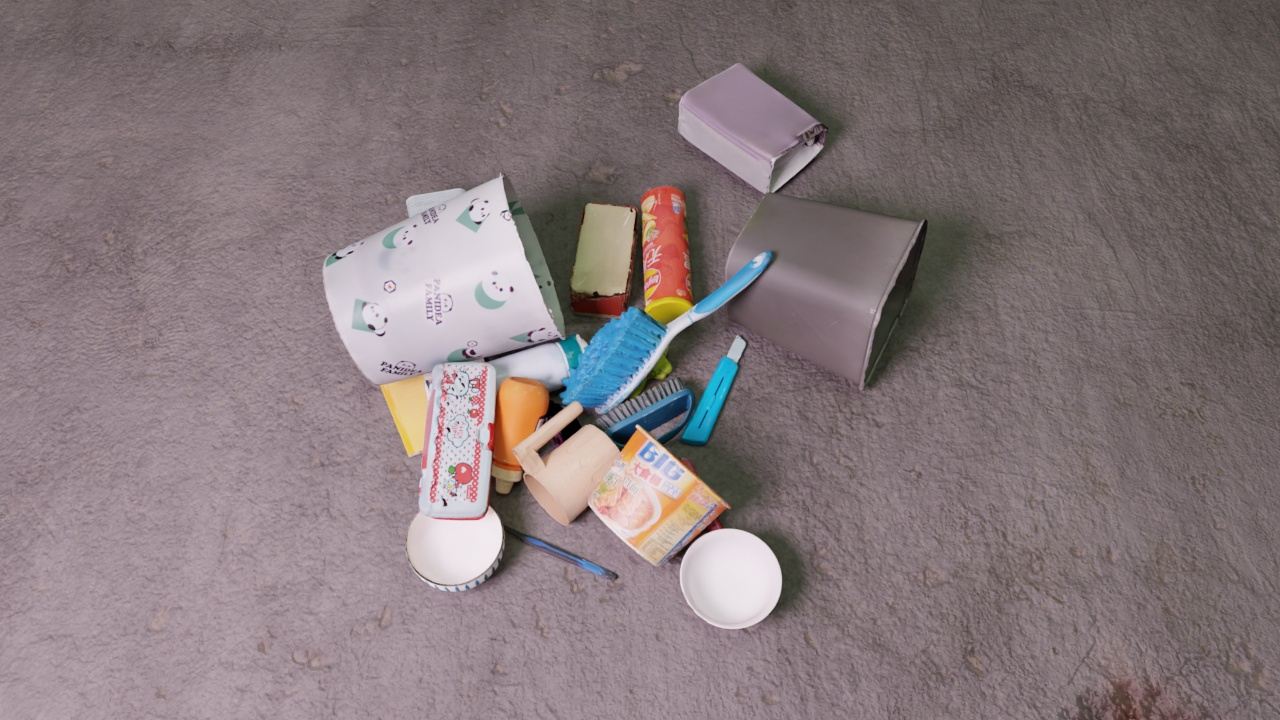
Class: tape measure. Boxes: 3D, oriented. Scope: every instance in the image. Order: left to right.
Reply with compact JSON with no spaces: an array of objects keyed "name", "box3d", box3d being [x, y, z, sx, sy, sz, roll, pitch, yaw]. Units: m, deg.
[{"name":"tape measure","box3d":[-0.107,0.086,1.198,0.058,0.057,0.039,31,61,35]}]

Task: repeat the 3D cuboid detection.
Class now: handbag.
[{"name":"handbag","box3d":[0.175,-0.366,1.444,0.144,0.099,0.197,-40,66,-19]}]

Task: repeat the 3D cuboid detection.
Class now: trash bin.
[{"name":"trash bin","box3d":[-0.252,-0.094,1.190,0.252,0.230,0.229,-20,61,1]},{"name":"trash bin","box3d":[0.245,-0.108,1.245,0.220,0.199,0.198,23,60,20]}]

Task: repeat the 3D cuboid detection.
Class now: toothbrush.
[{"name":"toothbrush","box3d":[-0.116,0.233,1.139,0.189,0.016,0.014,21,52,9]}]

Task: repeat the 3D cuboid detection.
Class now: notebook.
[{"name":"notebook","box3d":[-0.284,0.021,1.263,0.145,0.010,0.206,-22,62,-14]}]

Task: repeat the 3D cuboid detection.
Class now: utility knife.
[{"name":"utility knife","box3d":[0.105,0.039,1.250,0.034,0.018,0.185,21,60,12]}]

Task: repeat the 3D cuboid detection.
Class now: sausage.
[{"name":"sausage","box3d":[0.082,0.187,1.161,0.020,0.020,0.155,-20,61,-12]}]

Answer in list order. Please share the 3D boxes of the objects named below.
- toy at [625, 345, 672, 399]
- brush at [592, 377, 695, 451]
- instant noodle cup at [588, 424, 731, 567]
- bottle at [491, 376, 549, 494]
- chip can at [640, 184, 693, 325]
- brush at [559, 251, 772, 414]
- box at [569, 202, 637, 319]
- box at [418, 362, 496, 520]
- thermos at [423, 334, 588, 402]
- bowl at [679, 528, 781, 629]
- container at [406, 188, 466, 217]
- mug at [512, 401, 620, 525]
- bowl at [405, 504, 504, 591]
[{"name":"toy","box3d":[-0.007,0.007,1.260,0.100,0.031,0.096,-5,67,-5]},{"name":"brush","box3d":[0.012,0.079,1.203,0.143,0.055,0.073,-26,61,-15]},{"name":"instant noodle cup","box3d":[0.017,0.166,1.098,0.151,0.151,0.111,41,87,21]},{"name":"bottle","box3d":[-0.160,0.098,1.166,0.067,0.066,0.149,14,97,8]},{"name":"chip can","box3d":[0.038,-0.152,1.333,0.073,0.073,0.216,-1,58,-1]},{"name":"brush","box3d":[0.029,-0.044,1.178,0.315,0.109,0.060,-49,34,17]},{"name":"box","box3d":[-0.053,-0.151,1.328,0.091,0.077,0.168,5,59,2]},{"name":"box","box3d":[-0.220,0.094,1.110,0.087,0.048,0.200,3,64,-8]},{"name":"thermos","box3d":[-0.168,0.027,1.220,0.224,0.073,0.073,-18,61,-18]},{"name":"bowl","box3d":[0.105,0.266,1.087,0.118,0.065,0.118,0,60,0]},{"name":"container","box3d":[-0.284,-0.175,1.336,0.090,0.090,0.111,-11,63,-7]},{"name":"mug","box3d":[-0.090,0.126,1.142,0.103,0.125,0.084,-39,27,-23]},{"name":"bowl","box3d":[-0.220,0.226,1.109,0.116,0.066,0.116,1,59,-1]}]
